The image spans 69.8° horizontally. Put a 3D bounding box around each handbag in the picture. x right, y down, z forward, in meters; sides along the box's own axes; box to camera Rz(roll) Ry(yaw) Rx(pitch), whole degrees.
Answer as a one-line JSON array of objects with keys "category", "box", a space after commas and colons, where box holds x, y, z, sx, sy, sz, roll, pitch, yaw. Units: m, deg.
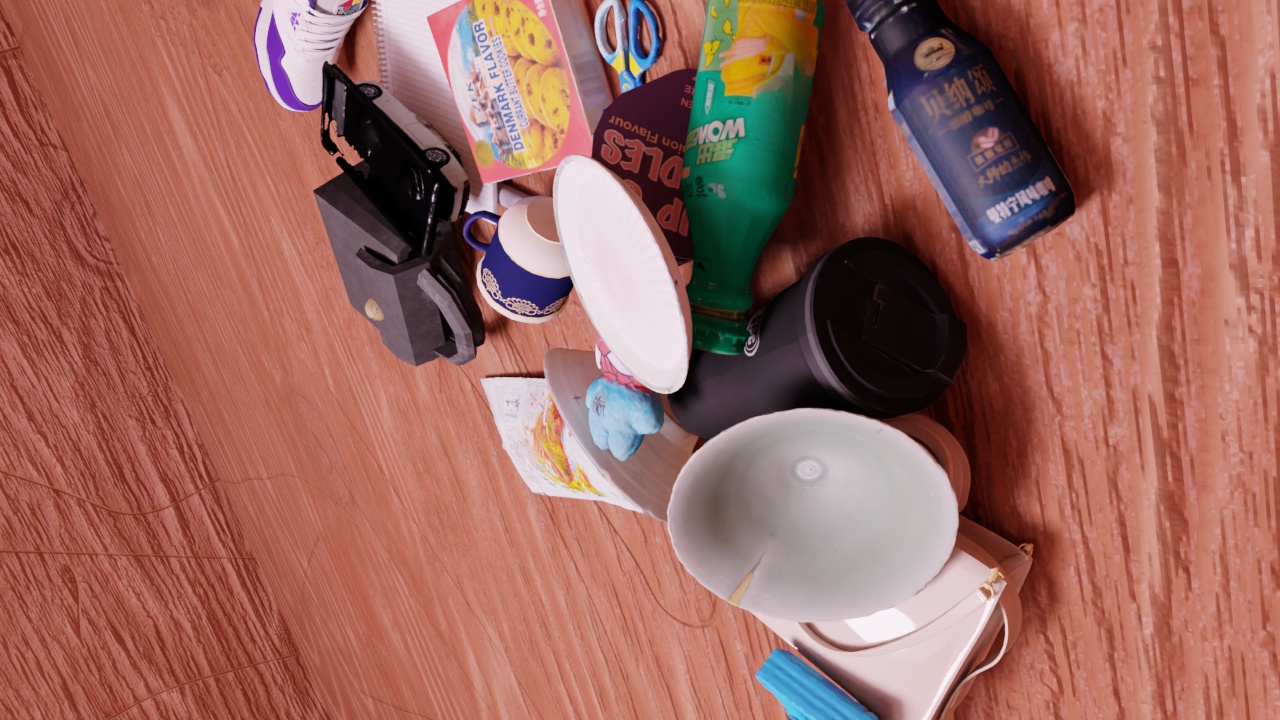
[{"category": "handbag", "box": [0.167, 0.125, 0.624, 0.195, 0.101, 0.198, 35, 125, 33]}, {"category": "handbag", "box": [-0.238, -0.072, 0.955, 0.199, 0.102, 0.198, 38, 151, 21]}]

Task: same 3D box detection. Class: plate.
[{"category": "plate", "box": [-0.011, -0.053, 0.565, 0.157, 0.014, 0.157, 50, 156, 32]}]

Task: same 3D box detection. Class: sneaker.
[{"category": "sneaker", "box": [-0.307, -0.343, 0.884, 0.111, 0.091, 0.245, 41, 134, 30]}]

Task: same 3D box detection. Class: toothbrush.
[{"category": "toothbrush", "box": [-0.156, -0.171, 0.875, 0.188, 0.018, 0.019, 30, 133, 37]}]

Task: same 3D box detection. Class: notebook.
[{"category": "notebook", "box": [-0.191, -0.266, 0.841, 0.178, 0.013, 0.246, 29, 129, 36]}]

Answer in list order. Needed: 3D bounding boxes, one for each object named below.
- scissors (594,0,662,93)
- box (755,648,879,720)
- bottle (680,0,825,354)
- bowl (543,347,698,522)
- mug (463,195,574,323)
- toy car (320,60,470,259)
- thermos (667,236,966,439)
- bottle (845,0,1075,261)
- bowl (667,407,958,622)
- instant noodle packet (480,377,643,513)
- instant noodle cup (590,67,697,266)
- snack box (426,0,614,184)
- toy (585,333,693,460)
[{"category": "scissors", "box": [-0.003, -0.198, 0.670, 0.070, 0.022, 0.131, 21, 124, 43]}, {"category": "box", "box": [0.148, 0.313, 0.686, 0.092, 0.085, 0.243, 28, 161, 42]}, {"category": "bottle", "box": [0.058, -0.109, 0.544, 0.068, 0.068, 0.210, 19, 105, 44]}, {"category": "bowl", "box": [0.000, 0.044, 0.755, 0.058, 0.176, 0.176, -38, 80, 14]}, {"category": "mug", "box": [-0.099, -0.099, 0.787, 0.112, 0.085, 0.089, 33, 140, -3]}, {"category": "toy car", "box": [-0.219, -0.190, 0.846, 0.191, 0.071, 0.094, 45, 135, 23]}, {"category": "thermos", "box": [0.099, 0.001, 0.610, 0.106, 0.105, 0.219, 62, 150, -1]}, {"category": "bottle", "box": [0.161, -0.130, 0.471, 0.161, 0.056, 0.056, 60, 145, 2]}, {"category": "bowl", "box": [0.104, 0.082, 0.573, 0.174, 0.067, 0.174, 5, 125, 7]}, {"category": "instant noodle packet", "box": [-0.090, 0.085, 0.944, 0.270, 0.057, 0.147, -4, 109, 58]}, {"category": "instant noodle cup", "box": [0.006, -0.116, 0.647, 0.122, 0.122, 0.136, 148, 137, -65]}, {"category": "snack box", "box": [-0.092, -0.222, 0.727, 0.145, 0.040, 0.142, -1, 113, 44]}, {"category": "toy", "box": [-0.004, 0.004, 0.657, 0.092, 0.062, 0.133, 21, 90, 67]}]
